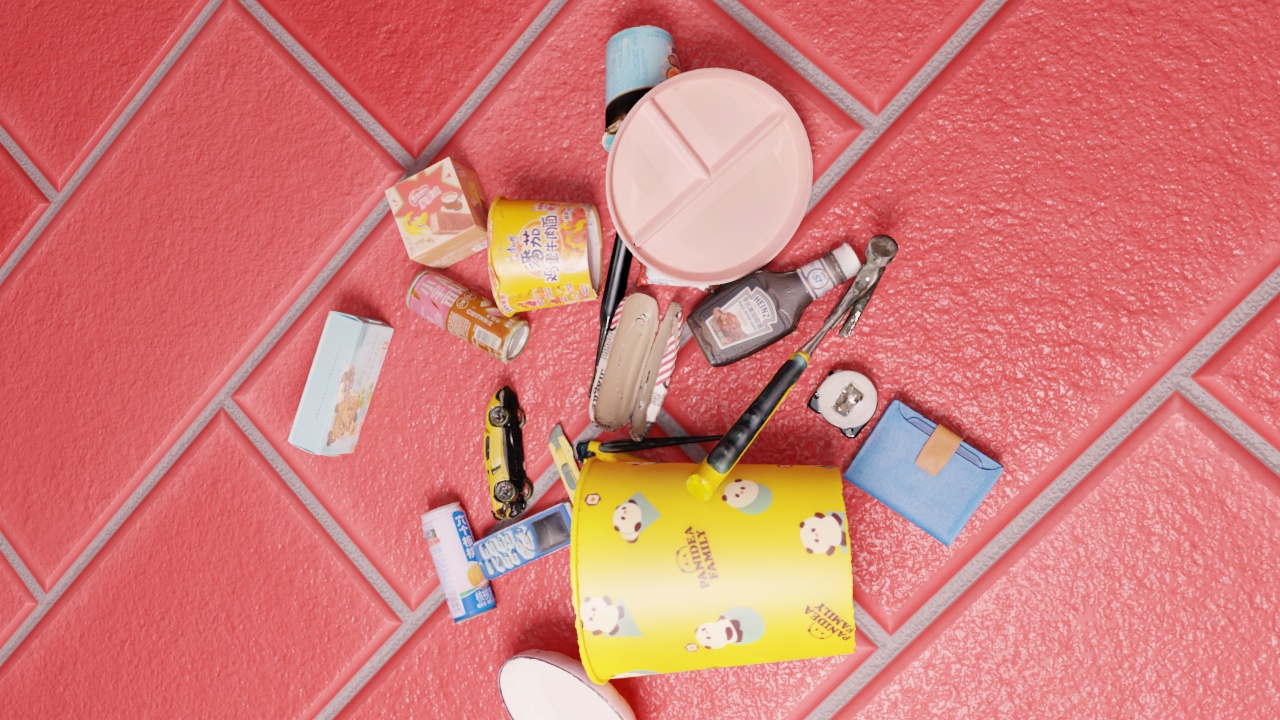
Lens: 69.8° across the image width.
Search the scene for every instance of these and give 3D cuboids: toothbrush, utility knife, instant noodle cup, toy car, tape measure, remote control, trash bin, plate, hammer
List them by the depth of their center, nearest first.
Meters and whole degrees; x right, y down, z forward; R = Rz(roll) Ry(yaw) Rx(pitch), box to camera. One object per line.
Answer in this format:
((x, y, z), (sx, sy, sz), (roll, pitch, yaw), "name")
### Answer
((0.150, 0.014, 0.911), (0.032, 0.126, 0.322), (35, 65, 15), "hammer")
((0.079, 0.204, 0.929), (0.255, 0.229, 0.229), (-5, 85, 9), "trash bin")
((0.222, 0.043, 0.988), (0.066, 0.033, 0.066), (36, 97, 13), "tape measure")
((0.074, -0.196, 0.990), (0.229, 0.028, 0.230), (-3, 108, -11), "plate")
((-0.070, 0.386, 1.005), (0.192, 0.038, 0.193), (19, 129, 25), "plate")
((0.005, -0.306, 1.037), (0.111, 0.111, 0.120), (-9, 78, 14), "instant noodle cup")
((0.039, 0.091, 1.038), (0.181, 0.018, 0.015), (-6, 77, 12), "toothbrush")
((-0.103, -0.120, 1.041), (0.110, 0.138, 0.138), (-1, 86, 7), "instant noodle cup")
((0.020, 0.128, 1.047), (0.209, 0.015, 0.033), (14, 90, 16), "utility knife")
((-0.034, -0.059, 1.068), (0.027, 0.026, 0.212), (11, 90, 23), "toothbrush")
((-0.157, 0.107, 1.069), (0.041, 0.071, 0.155), (-7, 83, 11), "toy car")
((-0.131, 0.210, 1.071), (0.125, 0.024, 0.049), (-24, 80, 1), "remote control")
((-0.070, 0.155, 1.072), (0.031, 0.018, 0.167), (-32, 83, 33), "utility knife")

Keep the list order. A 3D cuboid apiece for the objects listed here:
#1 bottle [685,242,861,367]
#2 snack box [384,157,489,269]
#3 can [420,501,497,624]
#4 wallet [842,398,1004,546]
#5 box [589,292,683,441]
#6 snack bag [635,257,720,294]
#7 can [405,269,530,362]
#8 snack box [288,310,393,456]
((0.149, -0.065, 1.010), (0.195, 0.044, 0.080), (-29, 80, 11), "bottle")
((-0.236, -0.175, 1.104), (0.093, 0.077, 0.094), (-24, 80, 13), "snack box")
((-0.216, 0.238, 1.085), (0.053, 0.053, 0.134), (-23, 81, 13), "can")
((0.296, 0.116, 0.962), (0.133, 0.040, 0.106), (34, 100, 14), "wallet")
((-0.010, 0.005, 1.033), (0.088, 0.076, 0.162), (14, 92, -8), "box")
((0.042, -0.101, 1.049), (0.105, 0.026, 0.045), (6, 80, 14), "snack bag")
((-0.206, -0.053, 1.098), (0.147, 0.058, 0.058), (28, 94, 15), "can")
((-0.367, 0.029, 1.129), (0.052, 0.074, 0.175), (19, 92, 16), "snack box")
